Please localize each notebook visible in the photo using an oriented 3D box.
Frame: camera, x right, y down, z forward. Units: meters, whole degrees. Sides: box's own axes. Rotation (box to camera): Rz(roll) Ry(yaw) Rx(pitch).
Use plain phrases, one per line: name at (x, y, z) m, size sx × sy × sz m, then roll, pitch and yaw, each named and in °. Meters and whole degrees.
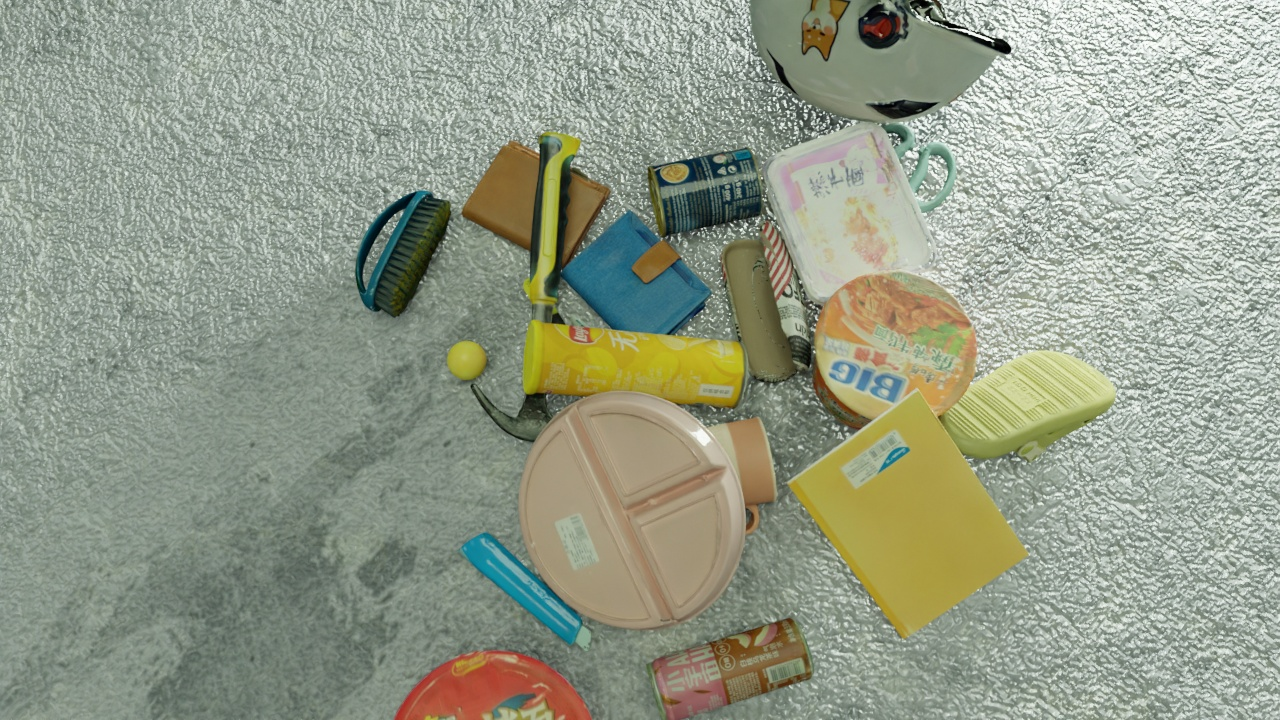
notebook at (0.249, 0.146, 0.845) m, size 0.146 × 0.010 × 0.206 m, roll -37°, pitch 106°, yaw 5°

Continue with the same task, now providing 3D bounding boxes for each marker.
marker at (-0.088, -0.036, 0.968) m, size 0.018 × 0.015 × 0.124 m, roll -32°, pitch 77°, yaw -5°

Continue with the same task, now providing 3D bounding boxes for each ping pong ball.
ping pong ball at (-0.179, 0.000, 0.947) m, size 0.040 × 0.040 × 0.040 m, roll 0°, pitch 74°, yaw 1°

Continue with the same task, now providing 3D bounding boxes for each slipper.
slipper at (0.371, 0.055, 0.903) m, size 0.190 × 0.082 × 0.091 m, roll -19°, pitch 49°, yaw -19°

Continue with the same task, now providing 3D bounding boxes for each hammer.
hammer at (-0.101, -0.078, 0.940) m, size 0.126 × 0.032 × 0.323 m, roll 5°, pitch 81°, yaw -12°

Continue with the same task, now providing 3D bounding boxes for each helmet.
helmet at (0.225, -0.336, 0.964) m, size 0.274 × 0.229 × 0.157 m, roll 38°, pitch 120°, yaw 9°

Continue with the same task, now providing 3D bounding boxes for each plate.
plate at (-0.016, 0.143, 0.853) m, size 0.230 × 0.028 × 0.229 m, roll 3°, pitch 97°, yaw 22°

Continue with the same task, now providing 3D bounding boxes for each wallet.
wallet at (-0.004, -0.081, 0.969) m, size 0.106 × 0.040 × 0.133 m, roll -42°, pitch 77°, yaw -5°
wallet at (-0.113, -0.173, 1.000) m, size 0.132 × 0.031 × 0.107 m, roll 27°, pitch 79°, yaw 8°

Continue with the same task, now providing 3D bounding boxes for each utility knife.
utility knife at (-0.109, 0.225, 0.893) m, size 0.159 × 0.018 × 0.034 m, roll 39°, pitch 90°, yaw 10°

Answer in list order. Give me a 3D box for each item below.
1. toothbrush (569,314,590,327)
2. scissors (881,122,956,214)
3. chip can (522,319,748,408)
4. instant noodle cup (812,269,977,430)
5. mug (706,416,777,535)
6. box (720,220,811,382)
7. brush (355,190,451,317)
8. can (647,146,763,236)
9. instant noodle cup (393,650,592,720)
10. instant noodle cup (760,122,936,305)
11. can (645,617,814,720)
toothbrush at (-0.006, 0.016, 0.952) m, size 0.018 × 0.016 × 0.191 m, roll -41°, pitch 77°, yaw -20°
scissors at (0.290, -0.173, 0.999) m, size 0.130 × 0.019 × 0.185 m, roll 12°, pitch 76°, yaw 5°
chip can at (-0.005, 0.005, 0.896) m, size 0.213 × 0.072 × 0.072 m, roll 5°, pitch 73°, yaw -14°
instant noodle cup at (0.237, 0.001, 0.900) m, size 0.151 × 0.111 × 0.151 m, roll 0°, pitch 74°, yaw 1°
mug at (0.074, 0.120, 0.893) m, size 0.106 × 0.081 × 0.114 m, roll -11°, pitch 104°, yaw 0°
box at (0.126, -0.057, 0.950) m, size 0.088 × 0.076 × 0.162 m, roll -22°, pitch 71°, yaw 25°
brush at (-0.259, -0.118, 0.974) m, size 0.073 × 0.055 × 0.143 m, roll 21°, pitch 76°, yaw 6°
can at (0.069, -0.179, 0.974) m, size 0.111 × 0.075 × 0.075 m, roll -12°, pitch 74°, yaw -3°
instant noodle cup at (-0.131, 0.362, 0.829) m, size 0.194 × 0.066 × 0.193 m, roll 0°, pitch 73°, yaw 1°
instant noodle cup at (0.213, -0.146, 0.957) m, size 0.138 × 0.060 × 0.173 m, roll -19°, pitch 75°, yaw 2°
can at (0.083, 0.287, 0.850) m, size 0.147 × 0.058 × 0.058 m, roll -16°, pitch 74°, yaw -3°
